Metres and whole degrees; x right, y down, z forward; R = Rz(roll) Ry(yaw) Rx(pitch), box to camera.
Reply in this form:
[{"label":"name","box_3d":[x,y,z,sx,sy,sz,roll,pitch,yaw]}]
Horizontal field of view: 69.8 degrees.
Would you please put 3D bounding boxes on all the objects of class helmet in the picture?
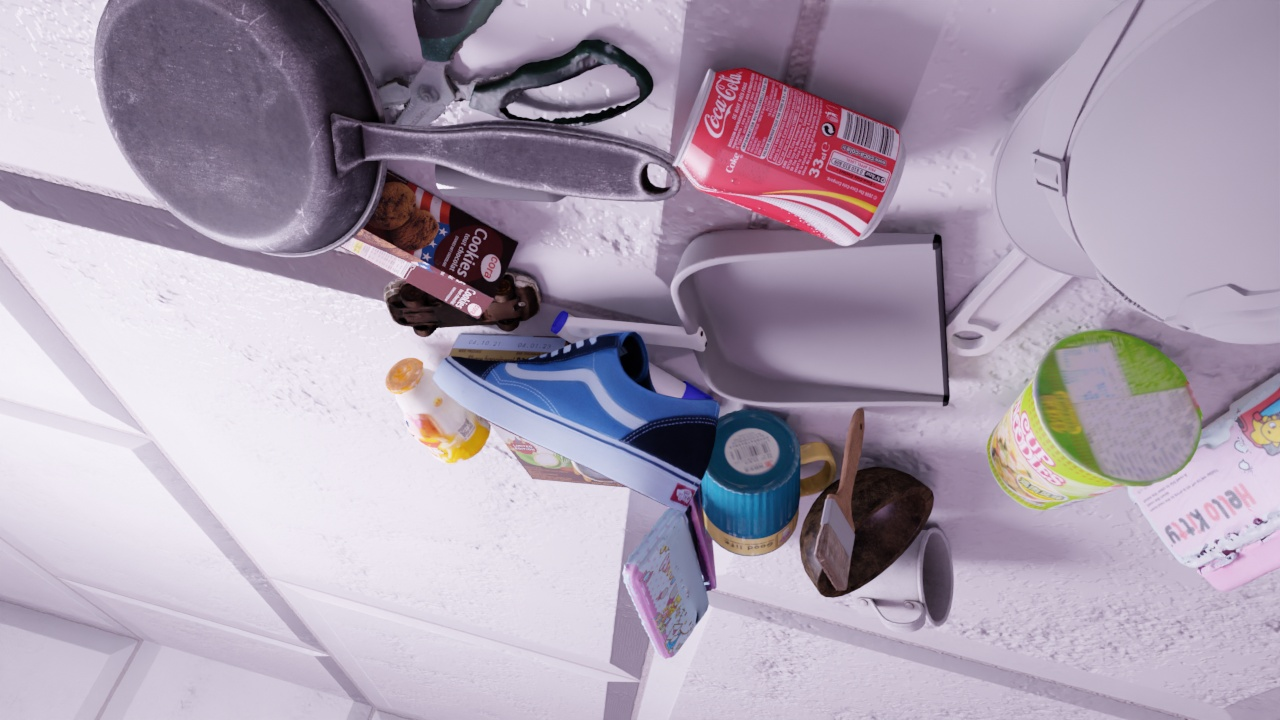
[{"label":"helmet","box_3d":[0.258,-0.060,0.357,0.183,0.117,0.272,25,150,-16]}]

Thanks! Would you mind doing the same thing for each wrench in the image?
[{"label":"wrench","box_3d":[0.244,-0.070,0.483,0.086,0.018,0.274,17,149,-3]}]

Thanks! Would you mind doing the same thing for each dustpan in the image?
[{"label":"dustpan","box_3d":[0.069,-0.022,0.616,0.258,0.033,0.163,6,146,25]}]

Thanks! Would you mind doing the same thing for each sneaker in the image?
[{"label":"sneaker","box_3d":[-0.044,0.020,0.656,0.241,0.098,0.083,20,171,36]}]

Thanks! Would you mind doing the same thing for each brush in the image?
[{"label":"brush","box_3d":[0.146,0.090,0.649,0.008,0.142,0.045,-8,131,32]}]

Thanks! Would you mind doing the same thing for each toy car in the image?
[{"label":"toy car","box_3d":[-0.130,-0.047,0.675,0.113,0.040,0.049,-3,146,-1]}]

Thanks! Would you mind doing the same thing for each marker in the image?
[{"label":"marker","box_3d":[-0.004,0.004,0.706,0.141,0.020,0.020,31,145,-19]}]

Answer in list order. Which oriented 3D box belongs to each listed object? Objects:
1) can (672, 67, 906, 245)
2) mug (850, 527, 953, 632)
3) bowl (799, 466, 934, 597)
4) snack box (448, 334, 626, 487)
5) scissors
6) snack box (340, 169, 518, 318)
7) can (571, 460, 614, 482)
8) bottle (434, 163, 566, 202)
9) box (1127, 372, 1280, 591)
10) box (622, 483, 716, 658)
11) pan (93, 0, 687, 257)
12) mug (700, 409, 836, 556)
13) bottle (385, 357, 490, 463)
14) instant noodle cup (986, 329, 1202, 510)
[{"label":"can","box_3d":[0.074,-0.104,0.465,0.105,0.064,0.064,20,148,-5]},{"label":"mug","box_3d":[0.226,0.197,0.806,0.071,0.112,0.084,-6,112,36]},{"label":"bowl","box_3d":[0.174,0.130,0.750,0.056,0.121,0.121,48,167,38]},{"label":"snack box","box_3d":[-0.080,0.047,0.794,0.101,0.031,0.186,2,144,23]},{"label":"scissors","box_3d":[-0.083,-0.150,0.517,0.146,0.015,0.210,31,144,-24]},{"label":"snack box","box_3d":[-0.157,-0.087,0.611,0.141,0.050,0.032,28,146,-17]},{"label":"can","box_3d":[-0.018,0.055,0.733,0.086,0.043,0.086,-10,136,-10]},{"label":"bottle","box_3d":[-0.066,-0.111,0.552,0.113,0.030,0.030,6,146,17]},{"label":"box","box_3d":[0.410,0.065,0.584,0.102,0.086,0.202,51,154,20]},{"label":"box","box_3d":[0.035,0.170,0.818,0.049,0.149,0.214,10,147,18]},{"label":"pan","box_3d":[-0.152,-0.125,0.510,0.357,0.055,0.188,14,125,13]},{"label":"mug","box_3d":[0.104,0.095,0.750,0.113,0.083,0.107,-14,141,-4]},{"label":"bottle","box_3d":[-0.179,0.043,0.805,0.063,0.063,0.109,-2,143,27]},{"label":"instant noodle cup","box_3d":[0.274,0.047,0.581,0.099,0.098,0.108,15,155,3]}]
